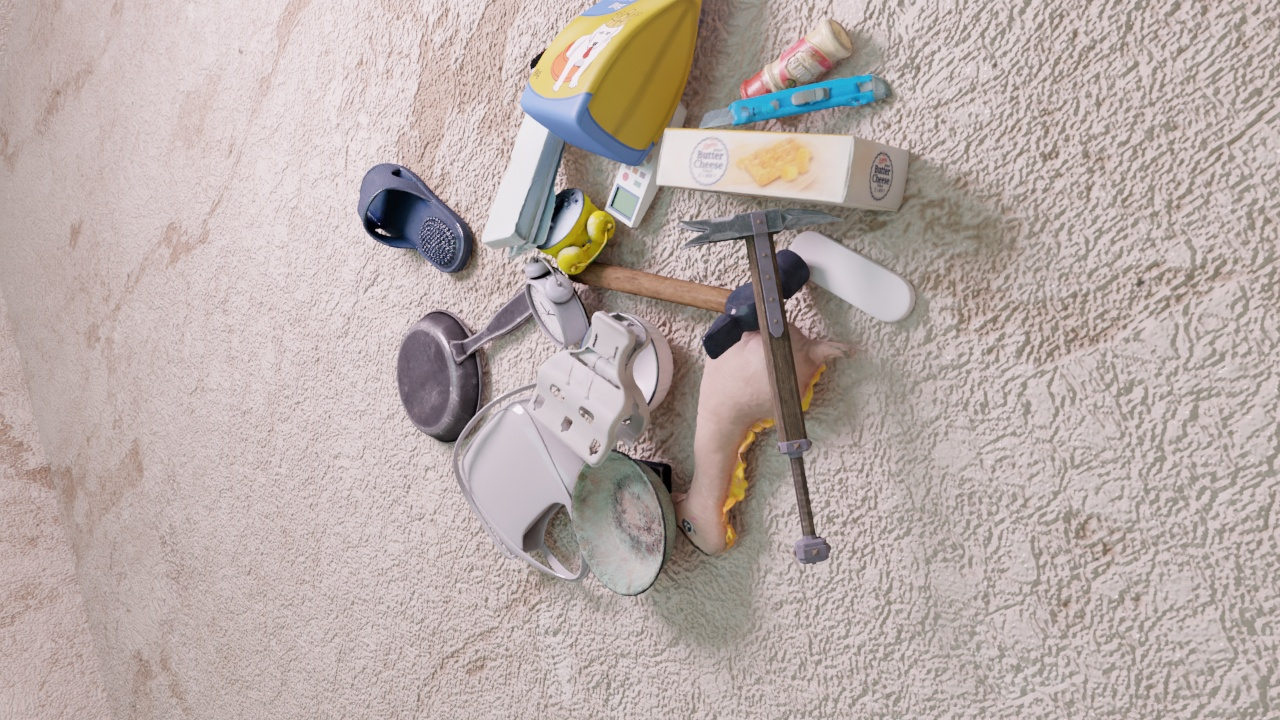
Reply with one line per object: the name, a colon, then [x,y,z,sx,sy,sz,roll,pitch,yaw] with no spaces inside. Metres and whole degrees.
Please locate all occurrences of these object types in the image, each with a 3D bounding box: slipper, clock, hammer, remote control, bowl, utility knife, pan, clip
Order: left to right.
slipper: [-0.335,-0.204,1.272,0.264,0.082,0.101,35,113,34]
pan: [-0.227,-0.015,1.217,0.358,0.055,0.187,-37,69,41]
clock: [-0.099,-0.068,1.058,0.094,0.035,0.123,44,157,38]
clock: [-0.074,-0.144,1.036,0.083,0.057,0.118,-50,38,5]
clip: [-0.038,0.023,0.966,0.126,0.096,0.152,34,93,34]
bowl: [-0.013,0.171,0.990,0.158,0.038,0.157,8,100,48]
bowl: [-0.006,0.006,1.004,0.118,0.062,0.118,4,96,42]
remote control: [0.008,-0.220,1.001,0.049,0.024,0.143,39,116,37]
hammer: [0.018,-0.076,0.960,0.322,0.129,0.040,18,145,51]
hammer: [0.131,0.022,0.811,0.028,0.147,0.317,148,112,-85]
utility knife: [0.140,-0.238,0.850,0.179,0.015,0.031,-8,72,20]
remote control: [0.194,-0.079,0.853,0.136,0.013,0.043,37,116,34]

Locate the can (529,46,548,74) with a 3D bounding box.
can: [-0.094,-0.359,1.079,0.081,0.031,0.031,-22,78,40]

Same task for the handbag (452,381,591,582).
handbag: [-0.120,0.160,1.097,0.216,0.095,0.222,-48,65,35]

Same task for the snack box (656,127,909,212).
snack box: [0.127,-0.177,0.846,0.208,0.104,0.057,15,102,40]

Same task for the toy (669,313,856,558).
toy: [0.107,0.084,0.910,0.196,0.065,0.264,18,107,43]

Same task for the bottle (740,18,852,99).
bottle: [0.146,-0.275,0.864,0.109,0.044,0.044,-31,73,38]

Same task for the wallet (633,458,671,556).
wallet: [-0.002,0.167,1.035,0.089,0.026,0.115,6,98,42]

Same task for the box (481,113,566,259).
box: [-0.121,-0.216,1.049,0.083,0.066,0.198,149,138,-66]

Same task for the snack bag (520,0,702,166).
snack bag: [-0.017,-0.320,0.953,0.205,0.102,0.159,-59,35,3]
